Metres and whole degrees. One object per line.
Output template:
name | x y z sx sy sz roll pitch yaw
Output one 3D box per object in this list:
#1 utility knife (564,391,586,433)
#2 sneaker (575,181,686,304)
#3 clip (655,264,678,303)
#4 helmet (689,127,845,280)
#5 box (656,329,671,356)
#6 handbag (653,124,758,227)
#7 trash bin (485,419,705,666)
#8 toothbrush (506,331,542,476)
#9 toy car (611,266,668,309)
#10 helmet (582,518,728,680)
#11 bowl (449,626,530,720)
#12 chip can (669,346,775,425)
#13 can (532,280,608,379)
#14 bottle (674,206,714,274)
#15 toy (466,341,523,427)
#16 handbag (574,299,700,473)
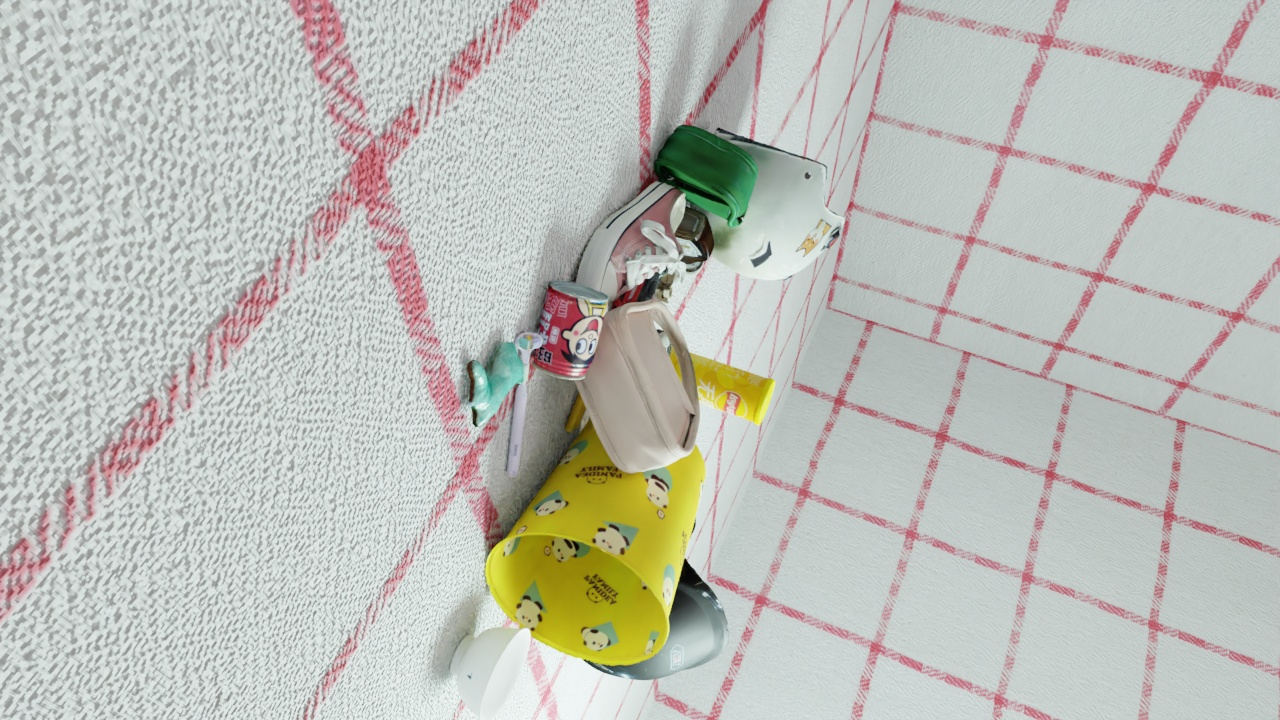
utility knife | -0.067 0.023 1.194 0.156 0.015 0.033 -69 159 -3
sneaker | 0.006 -0.133 1.104 0.240 0.088 0.118 -51 156 -40
clip | 0.040 -0.122 1.350 0.101 0.035 0.095 -20 129 -76
helmet | 0.168 -0.205 1.357 0.156 0.230 0.274 -56 155 -12
box | -0.005 0.009 1.269 0.163 0.052 0.069 -38 154 -45
handbag | 0.085 -0.236 1.185 0.068 0.131 0.120 -57 167 -11
trash bin | -0.038 0.210 1.164 0.254 0.230 0.230 -62 164 -48
toothbrush | -0.131 0.053 1.001 0.021 0.029 0.190 -114 -151 -53
toy car | -0.001 -0.096 1.213 0.120 0.045 0.053 -64 166 -5
helmet | -0.010 0.348 1.332 0.229 0.275 0.234 -24 132 -33
bowl | -0.188 0.365 1.102 0.118 0.065 0.118 21 89 -75
chip can | 0.088 0.028 1.361 0.072 0.213 0.072 20 89 -76
can | -0.077 -0.032 0.989 0.066 0.066 0.094 -24 132 -69
bottle | 0.065 -0.165 1.296 0.195 0.080 0.044 56 55 -76
toy | -0.144 0.020 0.897 0.097 0.030 0.091 81 29 -50
handbag | 0.016 0.013 1.131 0.193 0.094 0.233 66 28 -9
